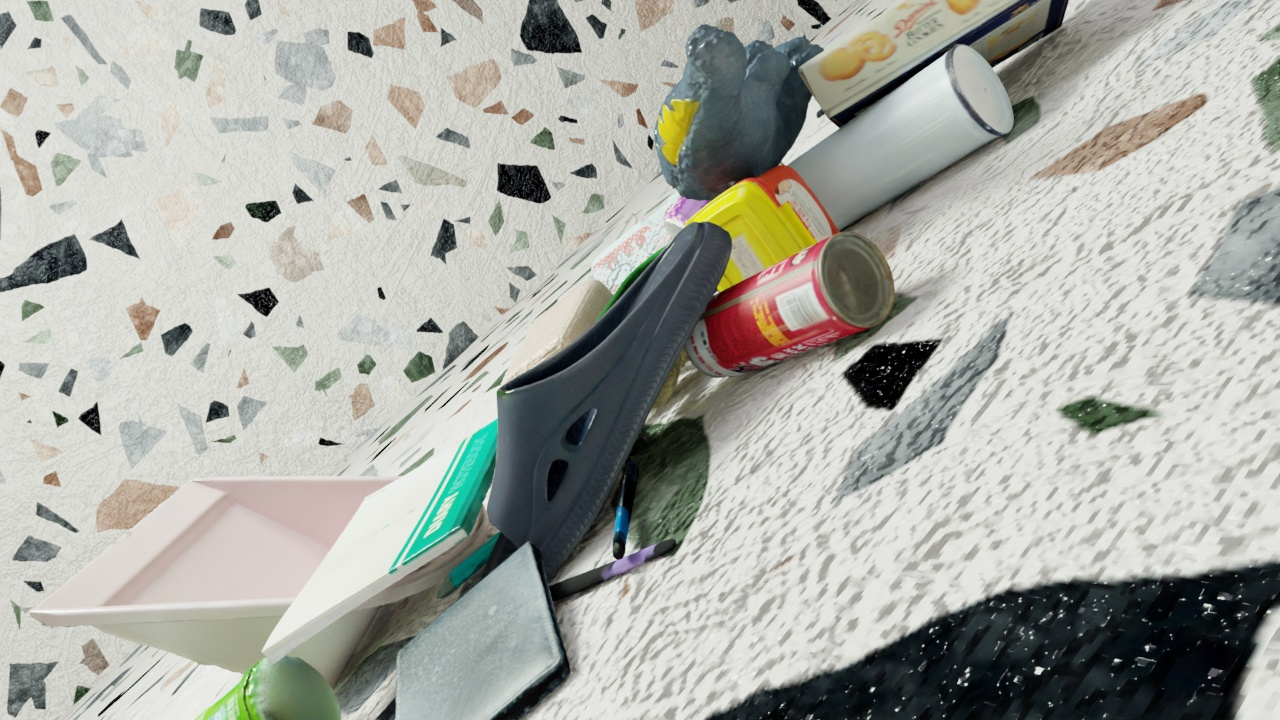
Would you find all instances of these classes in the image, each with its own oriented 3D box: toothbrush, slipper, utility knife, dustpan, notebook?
[{"bbox_3d":[-0.051,0.124,0.492,0.190,0.017,0.014,-31,20,36],"label":"toothbrush"},{"bbox_3d":[-0.042,0.019,0.565,0.268,0.083,0.111,-59,11,-1],"label":"slipper"},{"bbox_3d":[-0.078,0.111,0.641,0.161,0.013,0.029,-39,13,-5],"label":"utility knife"},{"bbox_3d":[-0.268,0.132,0.715,0.222,0.273,0.139,-87,22,-71],"label":"dustpan"},{"bbox_3d":[-0.005,0.071,0.534,0.016,0.014,0.189,-22,12,7],"label":"toothbrush"},{"bbox_3d":[-0.158,0.106,0.625,0.150,0.012,0.209,-32,14,10],"label":"notebook"}]

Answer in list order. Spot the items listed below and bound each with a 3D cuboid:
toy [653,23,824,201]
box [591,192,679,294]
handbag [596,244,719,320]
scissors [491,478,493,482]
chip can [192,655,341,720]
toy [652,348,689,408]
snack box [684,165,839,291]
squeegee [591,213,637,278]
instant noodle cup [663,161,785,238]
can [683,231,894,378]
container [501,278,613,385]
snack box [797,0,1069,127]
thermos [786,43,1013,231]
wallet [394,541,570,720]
[{"bbox_3d":[0.073,-0.188,0.697,0.138,0.091,0.355,-60,-8,25],"label":"toy"},{"bbox_3d":[0.036,-0.126,0.967,0.202,0.091,0.094,-36,13,23],"label":"box"},{"bbox_3d":[0.032,-0.052,0.757,0.120,0.068,0.131,-33,13,31],"label":"handbag"},{"bbox_3d":[-0.089,0.057,0.887,0.173,0.012,0.129,-45,10,-22],"label":"scissors"},{"bbox_3d":[-0.281,0.269,0.561,0.221,0.072,0.072,-40,11,9],"label":"chip can"},{"bbox_3d":[-0.004,0.004,0.660,0.157,0.066,0.105,-32,6,8],"label":"toy"},{"bbox_3d":[0.090,-0.084,0.633,0.082,0.091,0.079,-31,8,44],"label":"snack box"},{"bbox_3d":[-0.068,-0.027,1.073,0.247,0.039,0.246,-55,10,25],"label":"squeegee"},{"bbox_3d":[0.082,-0.137,0.841,0.099,0.111,0.111,-52,12,-5],"label":"instant noodle cup"},{"bbox_3d":[0.080,-0.027,0.533,0.053,0.053,0.133,-48,13,-32],"label":"can"},{"bbox_3d":[-0.055,0.003,0.788,0.090,0.090,0.110,-35,15,26],"label":"container"},{"bbox_3d":[0.223,-0.234,0.684,0.178,0.046,0.182,-29,-5,21],"label":"snack box"},{"bbox_3d":[0.157,-0.137,0.676,0.225,0.073,0.073,-30,16,46],"label":"thermos"},{"bbox_3d":[-0.081,0.149,0.458,0.097,0.019,0.121,-42,21,1],"label":"wallet"}]
